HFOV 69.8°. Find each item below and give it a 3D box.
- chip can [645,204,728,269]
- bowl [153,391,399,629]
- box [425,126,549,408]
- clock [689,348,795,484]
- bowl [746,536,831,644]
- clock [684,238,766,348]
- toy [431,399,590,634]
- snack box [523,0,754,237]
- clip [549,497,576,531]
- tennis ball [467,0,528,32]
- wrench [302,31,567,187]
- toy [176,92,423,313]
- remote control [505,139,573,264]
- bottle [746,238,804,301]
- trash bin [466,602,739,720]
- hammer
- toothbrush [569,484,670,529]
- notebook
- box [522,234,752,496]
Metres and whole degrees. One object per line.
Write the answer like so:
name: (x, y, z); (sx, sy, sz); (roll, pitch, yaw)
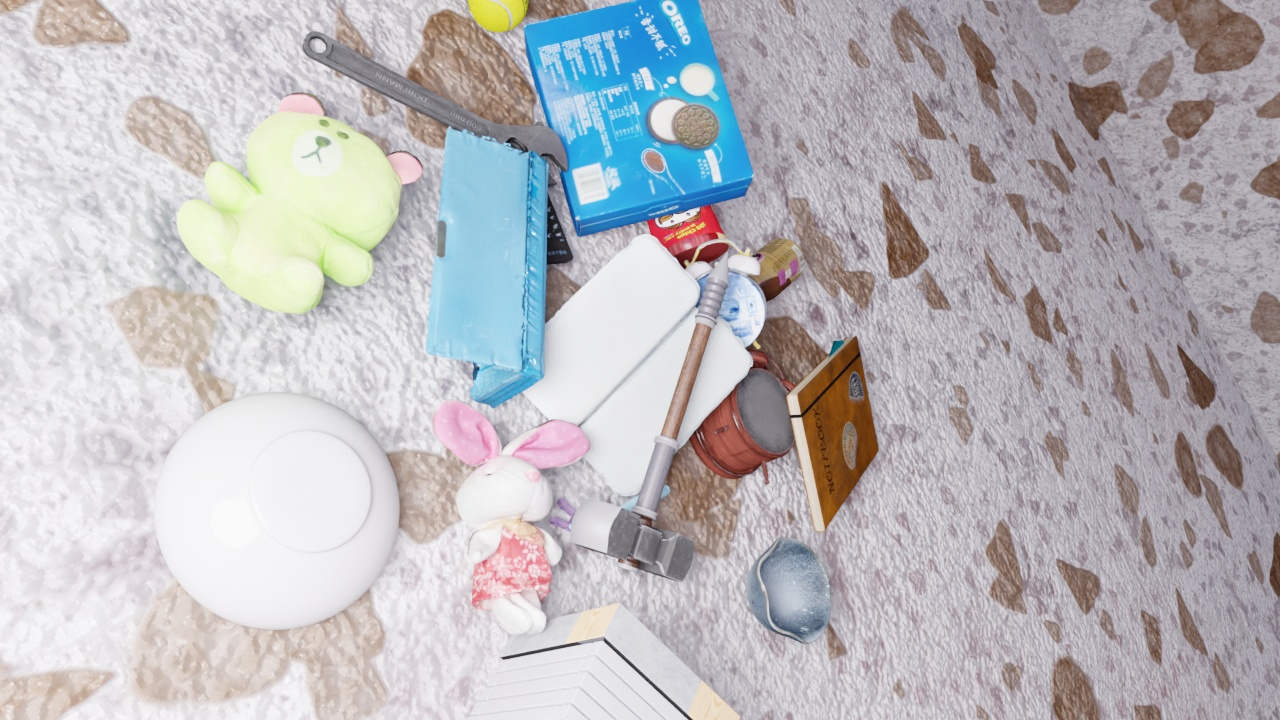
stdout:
chip can: (0.029, -0.214, 1.058); (0.086, 0.087, 0.213); (-7, 75, -44)
bowl: (-0.248, 0.101, 0.664); (0.176, 0.066, 0.176); (20, 58, -35)
box: (-0.150, -0.086, 0.829); (0.111, 0.094, 0.231); (17, 61, -34)
clock: (0.121, 0.055, 1.024); (0.120, 0.072, 0.157); (43, 48, -19)
bowl: (0.149, 0.245, 0.971); (0.110, 0.055, 0.110); (19, 59, -35)
clock: (0.091, -0.069, 0.992); (0.051, 0.089, 0.125); (-28, 109, -71)
toy: (-0.109, 0.130, 0.768); (0.159, 0.084, 0.194); (17, 58, -40)
snack box: (-0.005, -0.272, 0.997); (0.195, 0.056, 0.238); (-14, 78, -5)
clip: (-0.065, 0.152, 0.850); (0.051, 0.014, 0.043); (56, 44, -4)
tennis ball: (-0.153, -0.388, 0.986); (0.065, 0.066, 0.065); (20, 58, -35)
wrench: (-0.192, -0.243, 0.891); (0.273, 0.018, 0.073); (24, 78, -24)
toy: (-0.269, -0.119, 0.734); (0.150, 0.107, 0.196); (27, 41, -2)
remote control: (-0.116, -0.166, 0.949); (0.047, 0.022, 0.150); (-12, 77, -44)
bottle: (0.142, -0.096, 1.125); (0.165, 0.060, 0.059); (-39, 99, -44)
trash bin: (-0.062, 0.330, 0.672); (0.142, 0.143, 0.246); (47, 46, -16)
hammer: (0.036, 0.042, 0.875); (0.156, 0.043, 0.321); (34, 69, -48)
toothbrush: (-0.015, 0.144, 0.884); (0.022, 0.016, 0.154); (52, 33, 16)
notebook: (0.237, 0.069, 1.100); (0.248, 0.014, 0.178); (-32, 112, -56)
box: (-0.005, 0.004, 0.902); (0.209, 0.045, 0.191); (-44, 103, -17)
